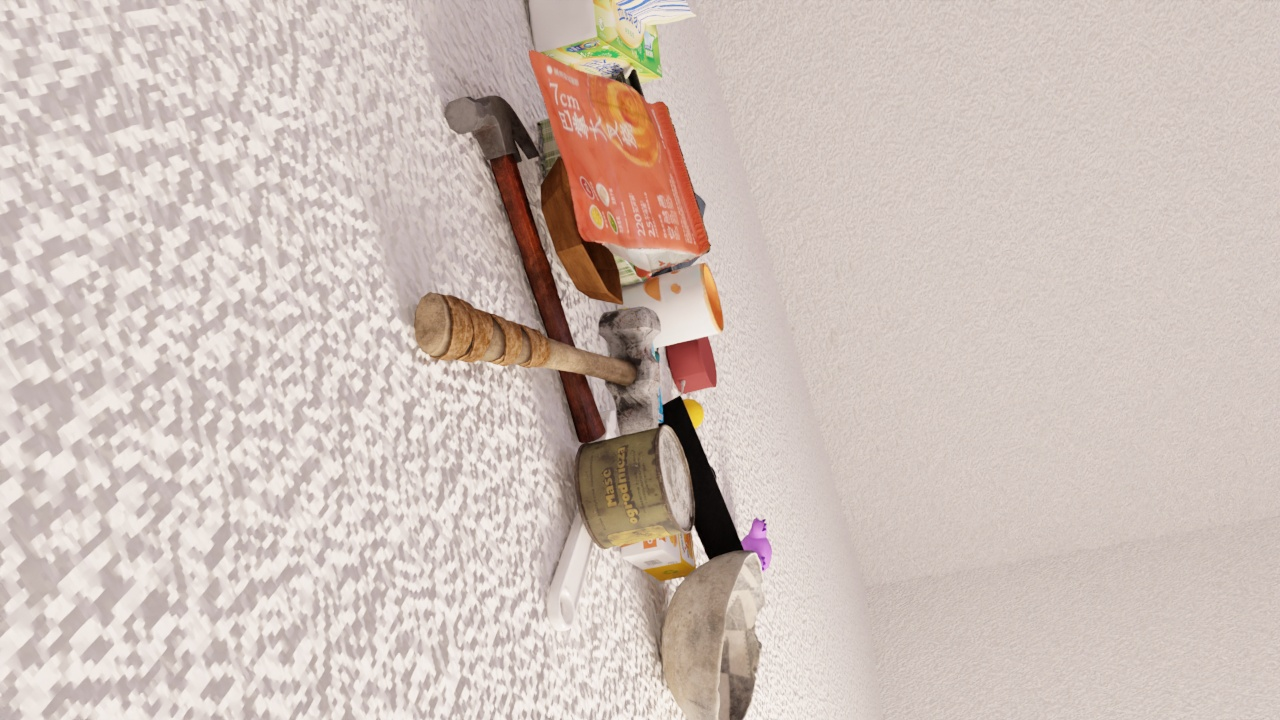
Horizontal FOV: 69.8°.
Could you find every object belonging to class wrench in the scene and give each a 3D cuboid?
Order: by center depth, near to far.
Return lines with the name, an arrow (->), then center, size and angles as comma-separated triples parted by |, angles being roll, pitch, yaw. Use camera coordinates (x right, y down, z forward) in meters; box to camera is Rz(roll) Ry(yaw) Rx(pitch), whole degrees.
wrench -> -0.042, 0.125, 0.775 | 0.272, 0.018, 0.066 | -74, 147, -61

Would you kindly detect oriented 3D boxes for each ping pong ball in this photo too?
ping pong ball -> 0.061, 0.068, 1.164 | 0.040, 0.040, 0.040 | -14, 90, -75

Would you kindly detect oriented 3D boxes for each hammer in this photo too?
hammer -> -0.062, -0.002, 0.699 | 0.318, 0.049, 0.121 | 16, 69, -64
hammer -> -0.085, -0.072, 0.775 | 0.111, 0.028, 0.301 | -55, 130, -70

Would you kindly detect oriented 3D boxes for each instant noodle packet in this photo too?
instant noodle packet -> -0.024, -0.169, 0.808 | 0.220, 0.084, 0.164 | -1, 74, -71

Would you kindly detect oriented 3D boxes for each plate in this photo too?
plate -> -0.052, -0.105, 0.783 | 0.131, 0.025, 0.131 | -20, 89, -80

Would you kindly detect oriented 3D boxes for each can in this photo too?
can -> -0.005, 0.104, 0.751 | 0.089, 0.075, 0.090 | -14, 90, -75

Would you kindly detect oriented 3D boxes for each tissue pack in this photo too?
tissue pack -> -0.019, -0.385, 1.024 | 0.197, 0.142, 0.120 | -24, 106, -66

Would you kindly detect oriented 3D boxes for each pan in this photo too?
pan -> 0.072, 0.146, 1.098 | 0.355, 0.044, 0.204 | 58, 10, -84

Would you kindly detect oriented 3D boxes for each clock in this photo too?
clock -> 0.068, -0.014, 1.252 | 0.096, 0.048, 0.137 | 38, 40, -67

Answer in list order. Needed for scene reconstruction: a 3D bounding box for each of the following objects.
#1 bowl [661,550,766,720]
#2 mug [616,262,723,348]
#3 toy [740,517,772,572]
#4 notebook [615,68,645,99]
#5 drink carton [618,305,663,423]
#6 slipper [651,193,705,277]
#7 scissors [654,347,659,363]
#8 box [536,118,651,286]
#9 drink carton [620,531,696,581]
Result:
bowl -> 0.064, 0.271, 0.893 | 0.178, 0.081, 0.178 | 4, 90, -71
mug -> 0.035, -0.060, 1.056 | 0.082, 0.105, 0.082 | -13, 89, -76
toy -> 0.162, 0.279, 1.326 | 0.088, 0.056, 0.105 | 61, 31, -56
notebook -> -0.003, -0.222, 1.099 | 0.170, 0.029, 0.209 | 163, -91, -77
drink carton -> -0.006, 0.006, 0.968 | 0.038, 0.044, 0.128 | 34, 46, -69
slipper -> 0.035, -0.201, 1.185 | 0.101, 0.082, 0.263 | 146, -72, -71
scissors -> 0.011, 0.027, 1.052 | 0.126, 0.019, 0.144 | 82, 13, -68
box -> -0.045, -0.166, 0.974 | 0.205, 0.050, 0.117 | 48, 32, -63
drink carton -> 0.016, 0.172, 0.897 | 0.122, 0.040, 0.058 | 50, 29, -59
